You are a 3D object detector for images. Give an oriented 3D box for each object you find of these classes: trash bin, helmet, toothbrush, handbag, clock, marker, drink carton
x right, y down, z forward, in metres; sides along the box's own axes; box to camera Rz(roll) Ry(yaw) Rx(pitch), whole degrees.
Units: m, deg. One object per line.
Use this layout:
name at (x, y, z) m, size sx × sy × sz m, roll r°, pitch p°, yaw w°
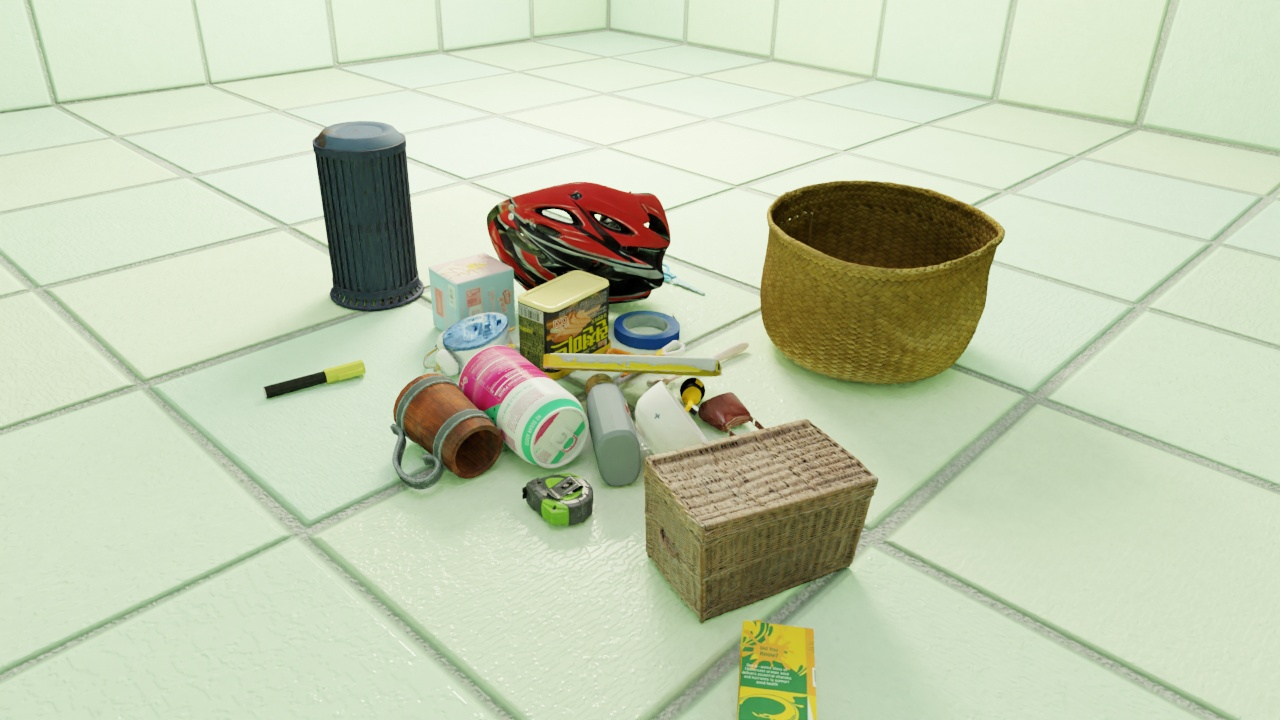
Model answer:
trash bin at (-0.399, -0.214, 1.346) m, size 0.139 × 0.250 × 0.139 m, roll 1°, pitch 29°, yaw -1°
helmet at (-0.089, -0.166, 1.330) m, size 0.271 × 0.218 × 0.166 m, roll 6°, pitch 71°, yaw -21°
toothbrush at (0.080, 0.005, 1.216) m, size 0.180 × 0.016 × 0.018 m, roll -22°, pitch 31°, yaw -36°
handbag at (0.123, 0.082, 1.071) m, size 0.055 × 0.029 × 0.119 m, roll -19°, pitch 40°, yaw -28°
toothbrush at (0.060, 0.041, 1.071) m, size 0.031 × 0.031 × 0.196 m, roll 38°, pitch 8°, yaw 0°
clock at (-0.223, -0.018, 1.193) m, size 0.125 × 0.052 × 0.088 m, roll -16°, pitch 30°, yaw 1°
marker at (-0.407, 0.024, 1.150) m, size 0.123 × 0.017 × 0.021 m, roll -17°, pitch 33°, yaw -28°
drink carton at (0.106, 0.260, 0.720) m, size 0.058 × 0.041 × 0.122 m, roll 5°, pitch 29°, yaw 6°

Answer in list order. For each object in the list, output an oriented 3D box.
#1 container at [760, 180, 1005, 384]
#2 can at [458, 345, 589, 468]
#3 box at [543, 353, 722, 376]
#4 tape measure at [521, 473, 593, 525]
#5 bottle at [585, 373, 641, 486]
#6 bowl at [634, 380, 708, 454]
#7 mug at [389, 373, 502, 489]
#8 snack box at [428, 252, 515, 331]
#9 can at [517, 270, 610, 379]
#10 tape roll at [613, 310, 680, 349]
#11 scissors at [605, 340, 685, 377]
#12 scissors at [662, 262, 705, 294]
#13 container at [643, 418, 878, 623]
container at (0.308, -0.106, 1.246) m, size 0.307 × 0.197 × 0.306 m, roll 2°, pitch 30°, yaw -1°
can at (-0.134, 0.051, 1.042) m, size 0.088 × 0.088 × 0.166 m, roll -18°, pitch 34°, yaw -32°
box at (-0.006, 0.007, 1.109) m, size 0.210 × 0.023 × 0.127 m, roll 1°, pitch -2°, yaw 7°
tape measure at (-0.079, 0.138, 0.938) m, size 0.058 × 0.036 × 0.066 m, roll -20°, pitch 35°, yaw -35°
bottle at (-0.035, 0.067, 1.034) m, size 0.046 × 0.072 × 0.161 m, roll -8°, pitch 30°, yaw -7°
bowl at (0.033, 0.078, 1.000) m, size 0.054 × 0.105 × 0.105 m, roll -37°, pitch 32°, yaw 4°
mug at (-0.223, 0.083, 1.002) m, size 0.117 × 0.081 × 0.111 m, roll -36°, pitch 47°, yaw -23°
snack box at (-0.235, -0.089, 1.288) m, size 0.094 × 0.093 × 0.079 m, roll -21°, pitch 36°, yaw -35°
can at (-0.100, -0.050, 1.215) m, size 0.072 × 0.101 × 0.130 m, roll 21°, pitch 34°, yaw 31°
tape roll at (0.009, -0.044, 1.298) m, size 0.093 × 0.016 × 0.091 m, roll -1°, pitch 29°, yaw -5°
scissors at (0.011, -0.003, 1.219) m, size 0.125 × 0.011 × 0.128 m, roll 16°, pitch 32°, yaw 36°
scissors at (0.053, -0.129, 1.469) m, size 0.056 × 0.015 × 0.137 m, roll -26°, pitch 45°, yaw -38°
container at (0.106, 0.145, 0.856) m, size 0.198 × 0.113 × 0.114 m, roll -12°, pitch 31°, yaw -24°
